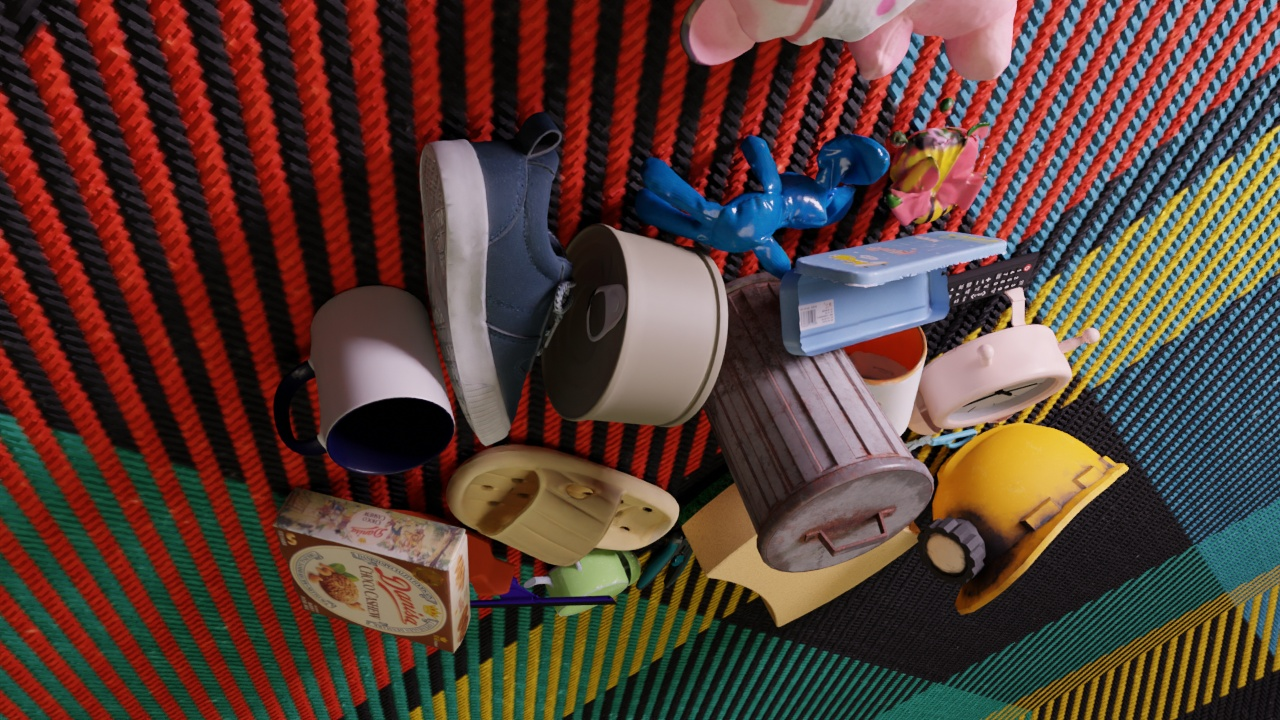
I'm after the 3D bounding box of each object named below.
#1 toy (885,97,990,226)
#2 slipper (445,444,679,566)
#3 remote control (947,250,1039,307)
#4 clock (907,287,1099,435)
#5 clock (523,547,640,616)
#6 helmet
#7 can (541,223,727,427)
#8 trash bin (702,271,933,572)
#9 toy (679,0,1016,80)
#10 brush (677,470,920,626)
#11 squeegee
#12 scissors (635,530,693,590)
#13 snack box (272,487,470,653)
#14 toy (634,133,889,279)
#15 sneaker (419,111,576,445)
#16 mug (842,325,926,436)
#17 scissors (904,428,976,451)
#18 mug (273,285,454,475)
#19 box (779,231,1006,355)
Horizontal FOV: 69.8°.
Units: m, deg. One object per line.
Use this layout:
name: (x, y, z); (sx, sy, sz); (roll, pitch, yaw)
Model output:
toy: (0.212, -0.133, 0.657); (0.084, 0.046, 0.103); (-42, 145, 3)
slipper: (-0.060, 0.150, 0.837); (0.261, 0.079, 0.112); (20, 129, -43)
remote control: (0.279, -0.065, 0.795); (0.146, 0.015, 0.033); (-16, 142, -9)
clock: (0.329, 0.009, 0.874); (0.131, 0.086, 0.161); (-8, 150, -18)
clock: (-0.053, 0.229, 0.953); (0.094, 0.042, 0.119); (-34, 156, 20)
helmet: (0.396, 0.148, 1.006); (0.254, 0.131, 0.206); (-27, 156, -36)
can: (-0.007, -0.020, 0.607); (0.073, 0.127, 0.128); (8, 134, -28)
trash bin: (0.118, 0.049, 0.691); (0.130, 0.211, 0.131); (-14, 142, -11)
toy: (0.123, -0.217, 0.476); (0.212, 0.084, 0.142); (-6, 138, -23)
brush: (0.175, 0.177, 0.975); (0.195, 0.075, 0.250); (-34, 142, 8)
squeegee: (-0.167, 0.176, 0.820); (0.250, 0.055, 0.184); (-16, 141, 43)
scissors: (0.044, 0.211, 1.012); (0.131, 0.019, 0.150); (-27, 141, 3)
snack box: (-0.217, 0.176, 0.763); (0.147, 0.041, 0.143); (14, 137, 4)
toy: (0.086, -0.108, 0.605); (0.176, 0.071, 0.113); (-7, 151, -20)
sneaker: (-0.085, -0.043, 0.585); (0.087, 0.089, 0.236); (-14, 138, -19)
mug: (0.200, 0.016, 0.798); (0.082, 0.082, 0.105); (-19, 143, -5)
scissors: (0.324, 0.086, 1.008); (0.139, 0.015, 0.119); (-34, 144, 21)
mug: (-0.184, 0.019, 0.595); (0.112, 0.096, 0.079); (-22, 143, -1)
box: (0.192, -0.054, 0.665); (0.209, 0.072, 0.079); (-14, -171, -43)
